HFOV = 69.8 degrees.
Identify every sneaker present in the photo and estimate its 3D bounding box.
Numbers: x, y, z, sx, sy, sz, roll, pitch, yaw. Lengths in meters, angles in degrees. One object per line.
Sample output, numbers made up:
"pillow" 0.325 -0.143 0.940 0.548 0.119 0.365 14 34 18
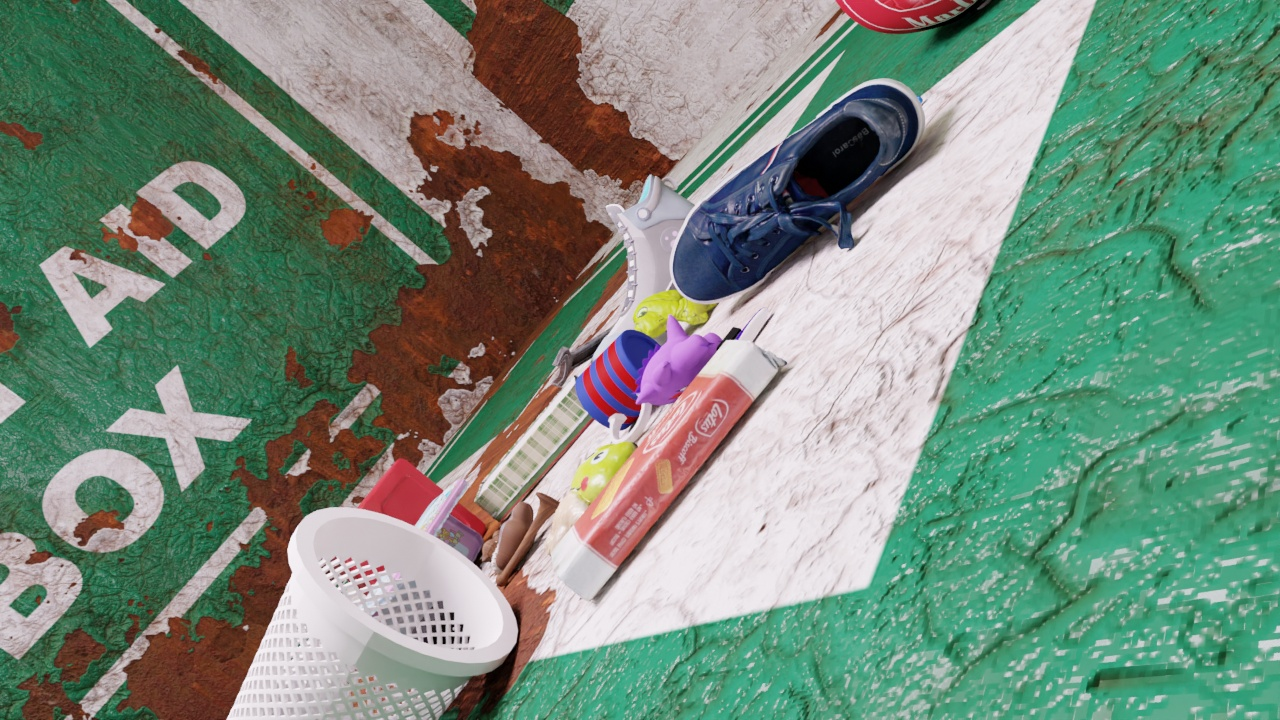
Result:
"sneaker" -0.011 -0.111 1.183 0.256 0.160 0.093 -49 9 -8
"sneaker" 0.123 -0.132 0.835 0.295 0.120 0.127 -38 2 38

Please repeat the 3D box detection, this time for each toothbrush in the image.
"toothbrush" 0.061 0.022 0.775 0.186 0.015 0.016 -53 6 -26

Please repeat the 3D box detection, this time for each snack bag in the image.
"snack bag" 0.017 0.077 0.690 0.225 0.041 0.077 -52 8 -4

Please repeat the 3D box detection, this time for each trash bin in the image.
"trash bin" -0.236 0.259 0.746 0.200 0.195 0.195 -58 9 7

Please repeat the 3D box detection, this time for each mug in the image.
"mug" -0.012 0.033 0.927 0.076 0.075 0.111 -44 37 28

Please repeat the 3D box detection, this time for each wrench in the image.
"wrench" -0.058 -0.020 1.229 0.272 0.010 0.070 -37 -38 -65

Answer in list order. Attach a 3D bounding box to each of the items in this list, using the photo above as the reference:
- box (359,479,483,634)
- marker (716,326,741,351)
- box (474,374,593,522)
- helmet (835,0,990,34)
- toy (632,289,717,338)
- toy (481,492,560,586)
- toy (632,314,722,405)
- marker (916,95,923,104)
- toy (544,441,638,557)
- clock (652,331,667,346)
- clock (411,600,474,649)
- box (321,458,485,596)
"box" -0.237 0.231 1.056 0.093 0.089 0.213 -51 7 29
"marker" 0.047 0.029 0.805 0.140 0.016 0.016 -51 10 -10
"box" -0.132 0.112 1.202 0.205 0.050 0.117 -49 6 0
"helmet" 0.321 -0.471 0.978 0.272 0.197 0.223 -30 20 40
"toy" 0.036 -0.056 1.039 0.094 0.036 0.094 6 44 33
"toy" -0.123 0.177 0.929 0.102 0.041 0.055 -58 33 -2
"toy" 0.029 0.006 0.852 0.088 0.056 0.106 -57 -14 13
"marker" 0.233 -0.219 0.943 0.142 0.013 0.013 -42 12 34
"toy" -0.044 0.120 0.786 0.117 0.043 0.092 -54 12 -18
"clock" -0.007 0.006 1.076 0.095 0.035 0.122 -39 13 47
"clock" -0.188 0.261 0.886 0.091 0.042 0.121 -49 10 0
"box" -0.301 0.231 1.183 0.164 0.157 0.152 -51 12 -22
